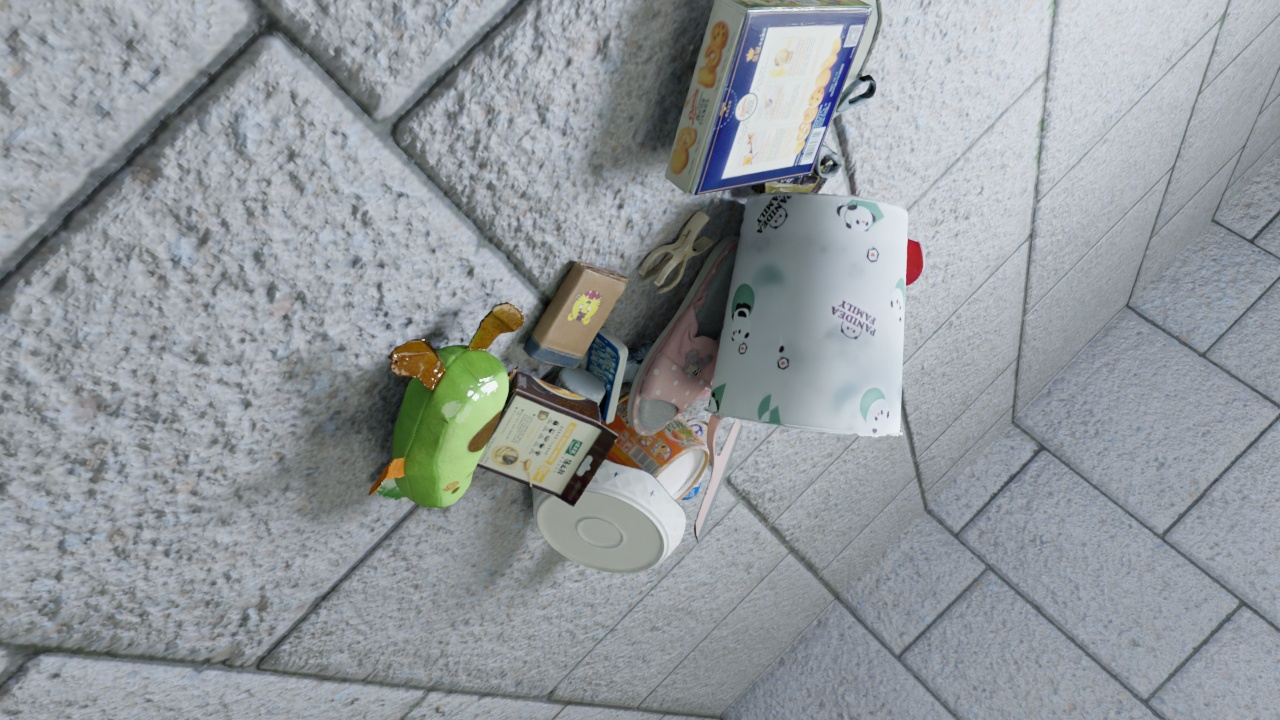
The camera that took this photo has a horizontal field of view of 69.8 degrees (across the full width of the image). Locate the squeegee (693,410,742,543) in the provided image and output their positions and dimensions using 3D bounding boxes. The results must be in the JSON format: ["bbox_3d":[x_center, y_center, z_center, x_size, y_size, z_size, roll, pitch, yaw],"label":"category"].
[{"bbox_3d":[0.116,0.081,1.274,0.246,0.040,0.250,-60,163,-48],"label":"squeegee"}]

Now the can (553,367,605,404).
[{"bbox_3d":[-0.096,0.080,1.083,0.058,0.058,0.147,-6,132,-49],"label":"can"}]

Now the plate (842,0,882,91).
[{"bbox_3d":[0.146,-0.310,0.928,0.265,0.034,0.162,-20,141,-38],"label":"plate"}]

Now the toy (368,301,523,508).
[{"bbox_3d":[-0.188,0.057,0.899,0.226,0.090,0.247,-38,157,-46],"label":"toy"}]

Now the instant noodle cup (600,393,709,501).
[{"bbox_3d":[0.012,0.126,1.224,0.151,0.111,0.152,-32,148,-23],"label":"instant noodle cup"}]

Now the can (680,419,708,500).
[{"bbox_3d":[0.077,0.152,1.399,0.053,0.053,0.135,-24,144,-33],"label":"can"}]

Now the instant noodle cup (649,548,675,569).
[{"bbox_3d":[-0.008,0.232,1.319,0.111,0.123,0.112,-32,148,-23],"label":"instant noodle cup"}]

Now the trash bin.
[{"bbox_3d":[0.199,-0.053,1.056,0.229,0.230,0.252,4,93,-54],"label":"trash bin"}]

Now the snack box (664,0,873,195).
[{"bbox_3d":[0.123,-0.256,0.879,0.182,0.046,0.178,-17,138,-38],"label":"snack box"}]

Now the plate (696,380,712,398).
[{"bbox_3d":[0.118,-0.016,1.251,0.192,0.039,0.193,-30,147,-22],"label":"plate"}]

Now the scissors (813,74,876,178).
[{"bbox_3d":[0.194,-0.254,1.011,0.178,0.014,0.160,-33,144,-19],"label":"scissors"}]

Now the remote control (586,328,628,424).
[{"bbox_3d":[-0.042,0.019,1.086,0.024,0.049,0.125,-27,146,-36],"label":"remote control"}]

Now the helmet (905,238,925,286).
[{"bbox_3d":[0.265,-0.088,1.242,0.240,0.144,0.206,-54,172,16],"label":"helmet"}]

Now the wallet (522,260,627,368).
[{"bbox_3d":[-0.068,-0.049,0.988,0.090,0.033,0.115,11,116,-55],"label":"wallet"}]

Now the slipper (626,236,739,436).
[{"bbox_3d":[0.073,-0.024,1.123,0.114,0.054,0.274,29,91,-52],"label":"slipper"}]

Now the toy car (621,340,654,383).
[{"bbox_3d":[-0.007,0.007,1.133,0.090,0.034,0.043,-18,144,-38],"label":"toy car"}]

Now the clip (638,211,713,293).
[{"bbox_3d":[0.044,-0.120,1.038,0.099,0.034,0.070,-43,150,-15],"label":"clip"}]

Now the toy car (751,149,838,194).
[{"bbox_3d":[0.189,-0.223,1.088,0.157,0.042,0.070,-12,137,-48],"label":"toy car"}]

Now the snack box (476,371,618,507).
[{"bbox_3d":[-0.106,0.088,1.021,0.125,0.053,0.113,23,117,-19],"label":"snack box"}]

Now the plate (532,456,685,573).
[{"bbox_3d":[-0.046,0.206,1.176,0.205,0.205,0.045,101,7,-45],"label":"plate"}]
